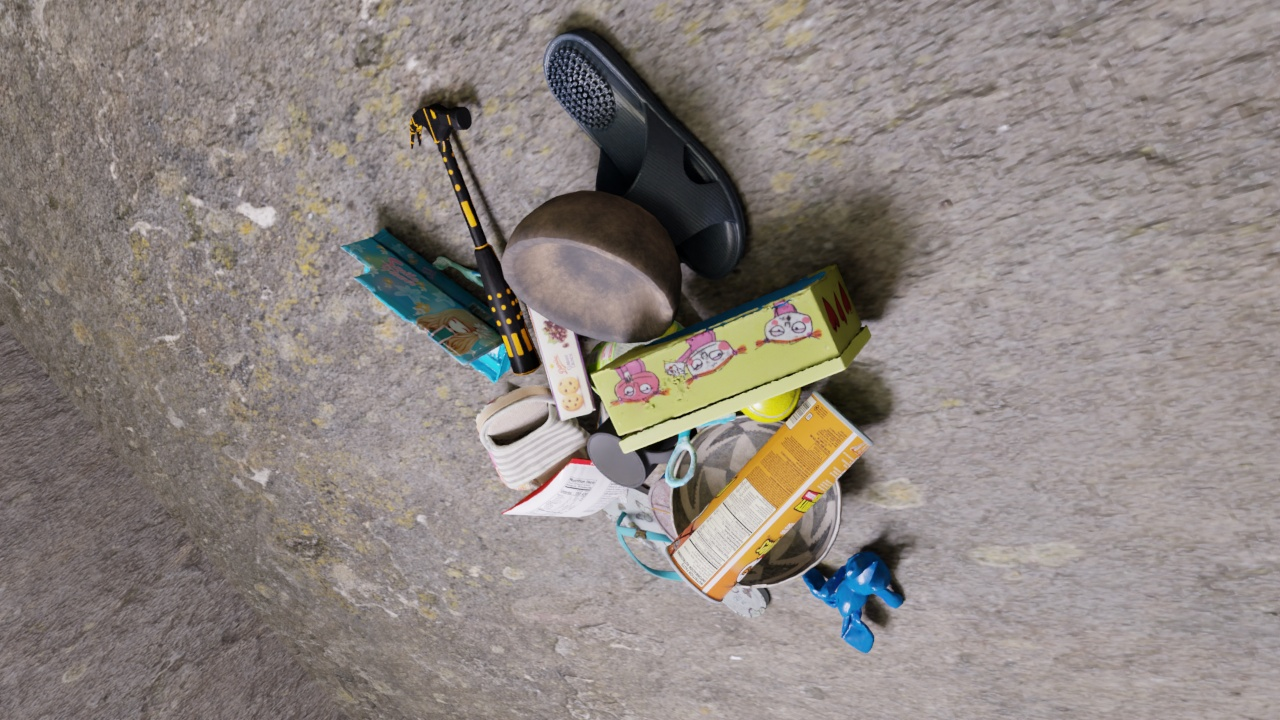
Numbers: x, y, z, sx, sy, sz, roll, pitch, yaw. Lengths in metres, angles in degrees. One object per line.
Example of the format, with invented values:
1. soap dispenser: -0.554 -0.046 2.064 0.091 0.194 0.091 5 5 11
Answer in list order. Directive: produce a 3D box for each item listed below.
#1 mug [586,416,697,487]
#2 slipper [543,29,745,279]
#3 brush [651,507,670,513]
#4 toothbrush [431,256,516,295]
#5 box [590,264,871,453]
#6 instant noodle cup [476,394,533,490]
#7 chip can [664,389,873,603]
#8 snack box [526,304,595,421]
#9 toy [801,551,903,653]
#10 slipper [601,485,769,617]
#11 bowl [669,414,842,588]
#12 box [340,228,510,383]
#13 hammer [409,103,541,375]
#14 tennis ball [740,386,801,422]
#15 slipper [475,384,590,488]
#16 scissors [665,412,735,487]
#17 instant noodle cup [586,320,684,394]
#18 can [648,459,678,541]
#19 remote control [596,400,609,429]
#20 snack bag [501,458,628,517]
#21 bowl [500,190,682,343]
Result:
1. mug: 0.010 0.088 1.033 0.114 0.087 0.078 3 126 38
2. slipper: -0.006 -0.174 0.823 0.263 0.082 0.101 51 138 -8
3. brush: 0.066 0.190 1.058 0.127 0.017 0.048 10 130 35
4. toothbrush: -0.196 -0.100 1.098 0.135 0.017 0.022 21 135 26
5. box: 0.081 -0.002 0.812 0.221 0.124 0.083 -20 96 25
6. instant noodle cup: -0.158 0.112 1.201 0.098 0.097 0.109 26 146 21
7. chip can: 0.123 0.132 0.887 0.075 0.075 0.215 42 98 2
8. snack box: -0.094 -0.035 0.984 0.148 0.040 0.143 -115 11 -56
9. toy: 0.231 0.247 1.005 0.113 0.070 0.177 32 149 18
10. slipper: 0.044 0.243 1.171 0.269 0.054 0.098 34 136 10
11. bowl: 0.125 0.145 0.967 0.179 0.081 0.178 -1 87 17
12. box: -0.258 -0.074 1.126 0.227 0.086 0.169 36 175 9
13. hammer: -0.179 -0.127 1.025 0.123 0.036 0.321 11 126 48
14. tennis ball: 0.124 0.029 0.901 0.065 0.065 0.065 23 136 24
15. slipper: -0.115 0.108 1.091 0.054 0.114 0.273 56 177 26
16. scissors: 0.038 0.066 0.968 0.140 0.134 0.011 8 162 40
17. instant noodle cup: -0.006 0.006 0.965 0.099 0.098 0.108 54 159 -12
18. can: 0.075 0.177 1.090 0.130 0.044 0.130 23 136 24
19. remote control: -0.044 0.098 1.130 0.018 0.038 0.126 -2 138 -13
20. snack bag: -0.077 0.162 1.127 0.144 0.130 0.039 -39 57 33
21. bowl: -0.037 -0.087 0.820 0.162 0.070 0.162 16 154 8
